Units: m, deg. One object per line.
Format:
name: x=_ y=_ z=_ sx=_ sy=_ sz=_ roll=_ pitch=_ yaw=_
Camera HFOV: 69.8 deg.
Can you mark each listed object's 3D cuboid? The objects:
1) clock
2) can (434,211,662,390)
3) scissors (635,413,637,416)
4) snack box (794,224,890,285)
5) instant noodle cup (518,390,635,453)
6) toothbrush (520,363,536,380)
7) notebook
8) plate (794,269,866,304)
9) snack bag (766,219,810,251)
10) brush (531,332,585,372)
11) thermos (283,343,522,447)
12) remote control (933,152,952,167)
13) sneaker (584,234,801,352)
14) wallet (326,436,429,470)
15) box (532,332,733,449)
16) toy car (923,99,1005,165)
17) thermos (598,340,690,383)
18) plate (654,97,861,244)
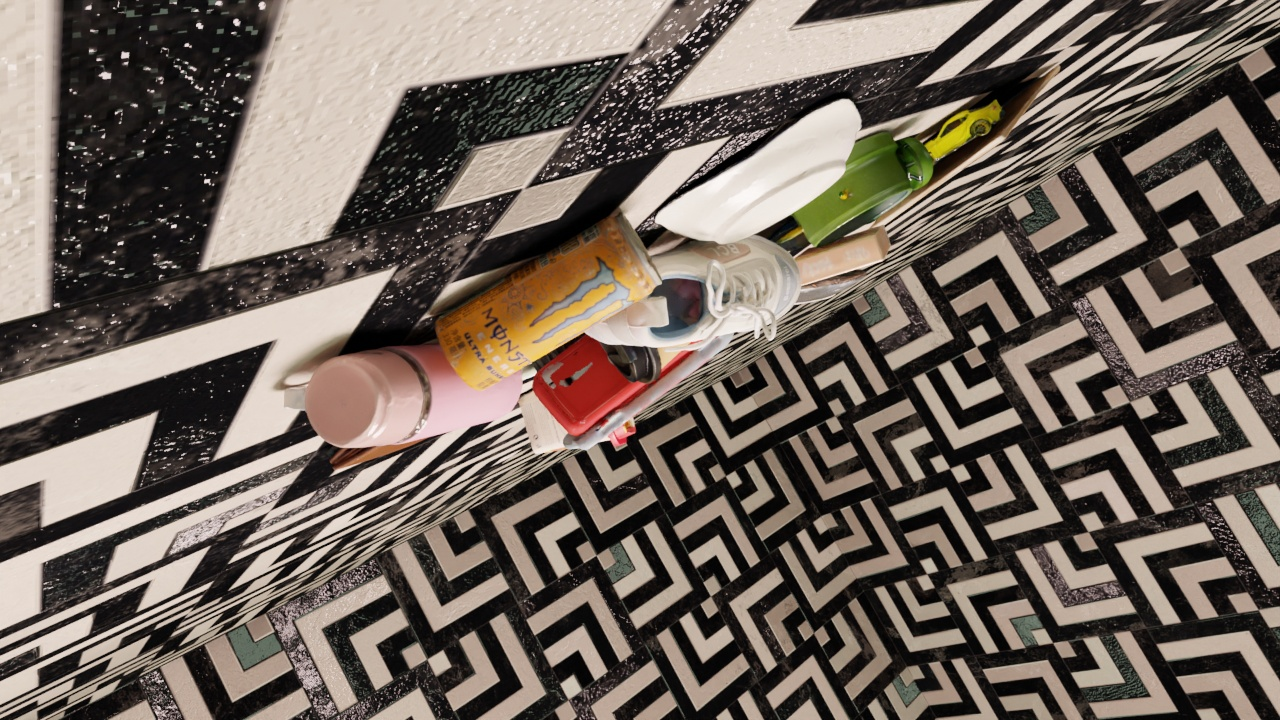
clock: x=0.201 y=-0.157 z=0.845 sx=0.160 sy=0.056 sz=0.116 roll=-25 pitch=174 yaw=-34
can: x=-0.061 y=-0.038 z=0.607 sx=0.146 sy=0.058 sz=0.058 roll=-30 pitch=174 yaw=7
scissors: x=0.040 y=-0.017 z=1.031 sx=0.182 sy=0.014 sz=0.159 roll=-29 pitch=-145 yaw=48
snack box: x=0.200 y=-0.106 z=0.907 sx=0.085 sy=0.026 sz=0.157 roll=-16 pitch=-174 yaw=20
instant noodle cup: x=-0.082 y=0.065 z=1.176 sx=0.124 sy=0.116 sz=0.116 roll=-18 pitch=175 yaw=6
toothbrush: x=-0.132 y=0.015 z=0.921 sx=0.029 sy=0.020 sz=0.189 roll=2 pitch=-170 yaw=26
notebook: x=0.344 y=-0.223 z=0.991 sx=0.147 sy=0.008 sz=0.208 roll=-46 pitch=-177 yaw=-30
plate: x=0.149 y=-0.076 z=0.972 sx=0.179 sy=0.024 sz=0.179 roll=-7 pitch=-171 yaw=1
snack bag: x=0.192 y=-0.147 z=0.979 sx=0.191 sy=0.039 sz=0.110 roll=-28 pitch=-178 yaw=18
brush: x=-0.044 y=-0.001 z=0.947 sx=0.145 sy=0.069 sz=0.063 roll=-25 pitch=172 yaw=-32
thermos: x=-0.162 y=0.021 z=0.648 sx=0.087 sy=0.067 sz=0.198 roll=0 pitch=-176 yaw=18
remote control: x=0.306 y=-0.215 z=0.998 sx=0.053 sy=0.024 sz=0.137 roll=-28 pitch=174 yaw=-29
sneaker: x=0.066 y=-0.058 z=0.751 sx=0.241 sy=0.089 sz=0.091 roll=-12 pitch=-165 yaw=-40
wallet: x=-0.221 y=0.064 z=0.863 sx=0.101 sy=0.032 sz=0.124 roll=-28 pitch=174 yaw=21
box: x=-0.005 y=0.007 z=0.906 sx=0.201 sy=0.095 sz=0.101 roll=-37 pitch=164 yaw=-16
toy car: x=0.308 y=-0.222 z=0.909 sx=0.105 sy=0.032 sz=0.048 roll=-33 pitch=-179 yaw=29
thermos: x=0.023 y=-0.045 z=0.829 sx=0.143 sy=0.093 sz=0.093 roll=-35 pitch=177 yaw=-22
plate: x=0.100 y=-0.131 z=0.698 sx=0.164 sy=0.034 sz=0.164 roll=-30 pitch=174 yaw=18
